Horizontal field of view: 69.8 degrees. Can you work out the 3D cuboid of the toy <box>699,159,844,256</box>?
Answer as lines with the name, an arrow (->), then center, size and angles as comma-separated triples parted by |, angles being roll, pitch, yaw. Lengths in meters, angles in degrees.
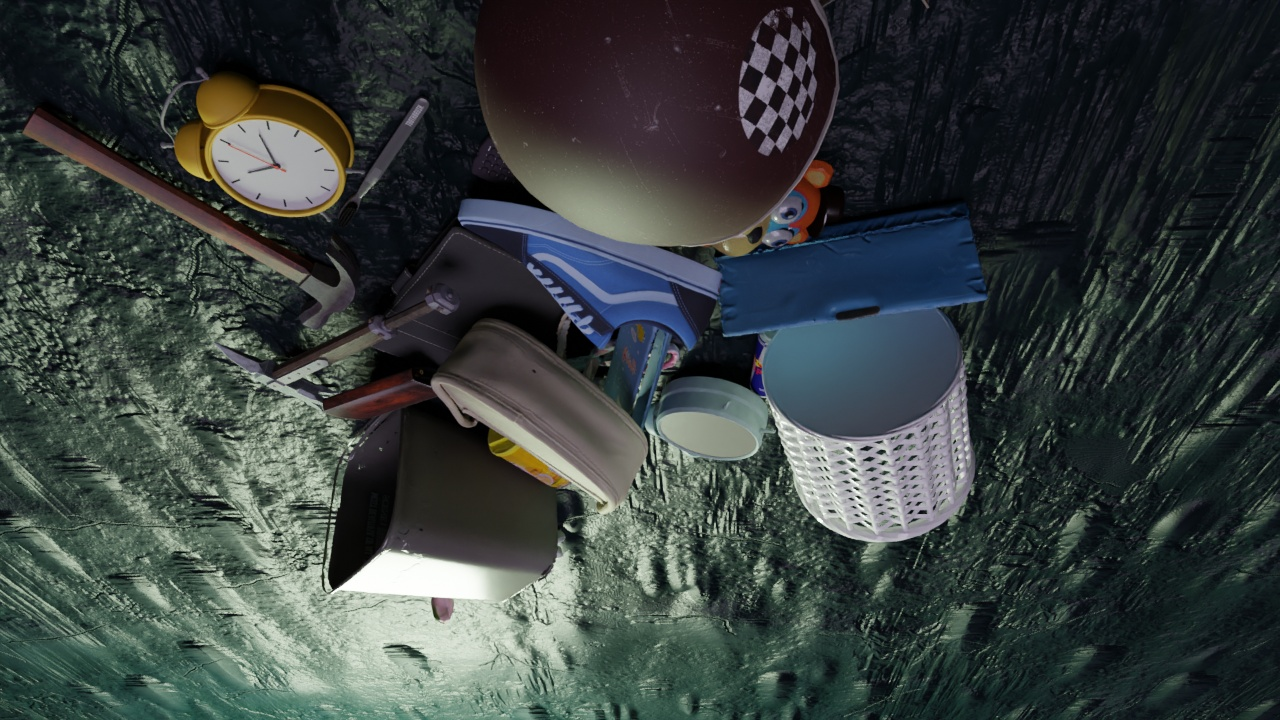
toy -> 0.082, -0.139, 0.766 | 0.176, 0.096, 0.112 | -6, 148, -8

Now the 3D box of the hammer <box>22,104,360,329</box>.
hammer -> -0.394, -0.130, 0.831 | 0.111, 0.028, 0.300 | -31, 131, 34

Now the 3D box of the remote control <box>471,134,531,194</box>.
remote control -> -0.084, -0.158, 0.803 | 0.124, 0.009, 0.047 | 19, 138, -21

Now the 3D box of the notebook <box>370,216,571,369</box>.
notebook -> -0.166, -0.048, 0.927 | 0.169, 0.029, 0.210 | 25, 134, -28

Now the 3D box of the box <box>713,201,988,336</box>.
box -> 0.188, -0.062, 0.837 | 0.232, 0.110, 0.094 | -8, 139, 11

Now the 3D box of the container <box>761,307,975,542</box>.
container -> 0.231, 0.055, 0.920 | 0.189, 0.189, 0.187 | -11, 139, 14

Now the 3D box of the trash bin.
trash bin -> -0.233, 0.184, 1.102 | 0.220, 0.197, 0.198 | 21, 138, -32

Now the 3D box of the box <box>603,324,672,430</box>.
box -> -0.009, 0.005, 0.941 | 0.064, 0.069, 0.210 | 16, 139, 2

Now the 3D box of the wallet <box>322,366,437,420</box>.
wallet -> -0.271, 0.037, 0.984 | 0.123, 0.019, 0.072 | -18, 162, 20

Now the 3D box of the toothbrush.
toothbrush -> -0.224, -0.169, 0.792 | 0.013, 0.013, 0.168 | 26, 133, -28

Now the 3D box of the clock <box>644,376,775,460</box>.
clock -> 0.071, 0.070, 1.037 | 0.122, 0.045, 0.160 | 33, 146, -29

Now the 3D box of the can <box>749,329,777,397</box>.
can -> 0.137, 0.000, 0.975 | 0.032, 0.032, 0.095 | 1, 141, 0

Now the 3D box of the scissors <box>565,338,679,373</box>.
scissors -> -0.052, -0.013, 0.978 | 0.179, 0.016, 0.108 | -9, 141, 11

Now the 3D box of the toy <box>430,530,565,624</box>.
toy -> -0.205, 0.273, 1.281 | 0.205, 0.131, 0.106 | -16, 119, 2

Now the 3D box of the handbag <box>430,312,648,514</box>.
handbag -> -0.089, 0.051, 0.949 | 0.229, 0.131, 0.184 | 34, 155, 0

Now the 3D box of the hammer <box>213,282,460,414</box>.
hammer -> -0.291, -0.021, 0.916 | 0.318, 0.028, 0.147 | -19, 141, 37

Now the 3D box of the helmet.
helmet -> 0.022, -0.193, 0.611 | 0.234, 0.233, 0.253 | 5, 171, 37

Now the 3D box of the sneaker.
sneaker -> -0.053, -0.068, 0.807 | 0.241, 0.098, 0.083 | 19, 179, -4

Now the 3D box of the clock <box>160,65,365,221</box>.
clock -> -0.311, -0.176, 0.755 | 0.151, 0.052, 0.114 | 24, 136, -31

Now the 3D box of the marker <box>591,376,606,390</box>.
marker -> -0.089, 0.031, 1.031 | 0.145, 0.017, 0.017 | -5, 141, 8

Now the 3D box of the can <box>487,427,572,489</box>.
can -> -0.121, 0.101, 1.078 | 0.068, 0.067, 0.105 | -26, 134, 29
